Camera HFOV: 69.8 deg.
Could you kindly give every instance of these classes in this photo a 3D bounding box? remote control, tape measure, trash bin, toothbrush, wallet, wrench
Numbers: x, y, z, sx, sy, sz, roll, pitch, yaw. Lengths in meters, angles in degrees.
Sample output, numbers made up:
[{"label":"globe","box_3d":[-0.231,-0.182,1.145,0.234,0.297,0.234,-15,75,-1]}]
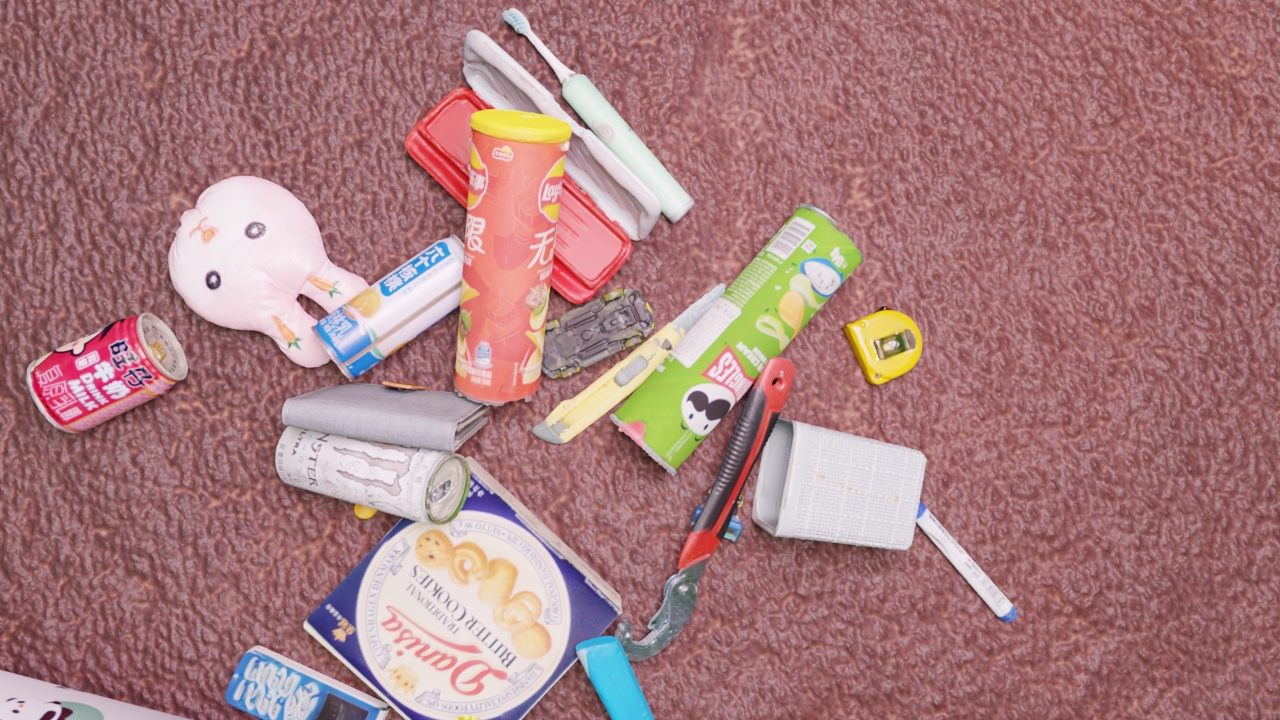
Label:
[{"label":"remote control","box_3d":[-0.270,0.277,0.745,0.125,0.024,0.049,26,88,0]},{"label":"tape measure","box_3d":[0.206,-0.014,0.766,0.057,0.029,0.060,-24,90,-3]},{"label":"trash bin","box_3d":[-0.423,0.341,0.649,0.252,0.230,0.229,14,88,-8]},{"label":"toothbrush","box_3d":[-0.036,-0.205,0.761,0.224,0.027,0.027,49,125,-1]},{"label":"wallet","box_3d":[-0.190,0.036,0.710,0.130,0.106,0.037,7,100,6]},{"label":"wrench","box_3d":[0.057,0.122,0.735,0.056,0.016,0.273,24,96,-33]}]

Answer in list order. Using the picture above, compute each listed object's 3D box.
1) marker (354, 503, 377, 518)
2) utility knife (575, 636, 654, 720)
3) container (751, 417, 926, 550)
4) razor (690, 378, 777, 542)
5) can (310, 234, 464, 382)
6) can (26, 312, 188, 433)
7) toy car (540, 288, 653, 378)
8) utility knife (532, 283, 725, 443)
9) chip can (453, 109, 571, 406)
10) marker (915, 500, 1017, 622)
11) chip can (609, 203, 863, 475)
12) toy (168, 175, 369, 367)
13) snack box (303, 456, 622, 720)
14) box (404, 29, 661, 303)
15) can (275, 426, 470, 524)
[{"label":"marker","box_3d":[-0.190,0.080,0.757,0.018,0.015,0.123,40,85,4]},{"label":"utility knife","box_3d":[0.009,0.321,0.740,0.034,0.018,0.234,-26,103,-10]},{"label":"container","box_3d":[0.158,0.100,0.734,0.111,0.090,0.090,11,89,-5]},{"label":"razor","box_3d":[0.083,0.076,0.763,0.042,0.022,0.142,20,90,-7]},{"label":"can","box_3d":[-0.190,-0.043,0.731,0.134,0.053,0.053,-37,90,-12]},{"label":"can","box_3d":[-0.417,0.009,0.723,0.094,0.066,0.066,-26,90,-3]},{"label":"toy car","box_3d":[-0.040,-0.022,0.756,0.105,0.032,0.048,-25,90,9]},{"label":"utility knife","box_3d":[-0.005,0.004,0.768,0.201,0.021,0.031,-39,97,-7]},{"label":"chip can","box_3d":[-0.100,-0.076,0.694,0.073,0.073,0.217,9,115,-2]},{"label":"marker","box_3d":[0.264,0.162,0.772,0.017,0.017,0.146,-41,91,-3]},{"label":"chip can","box_3d":[0.078,-0.018,0.740,0.072,0.072,0.236,42,87,-1]},{"label":"toy","box_3d":[-0.297,-0.071,0.739,0.159,0.054,0.121,38,89,-9]},{"label":"snack box","box_3d":[-0.139,0.203,0.741,0.178,0.046,0.182,43,87,-1]},{"label":"box","box_3d":[-0.086,-0.148,0.722,0.201,0.100,0.110,43,84,0]},{"label":"can","box_3d":[-0.207,0.084,0.708,0.147,0.058,0.058,11,88,22]}]
